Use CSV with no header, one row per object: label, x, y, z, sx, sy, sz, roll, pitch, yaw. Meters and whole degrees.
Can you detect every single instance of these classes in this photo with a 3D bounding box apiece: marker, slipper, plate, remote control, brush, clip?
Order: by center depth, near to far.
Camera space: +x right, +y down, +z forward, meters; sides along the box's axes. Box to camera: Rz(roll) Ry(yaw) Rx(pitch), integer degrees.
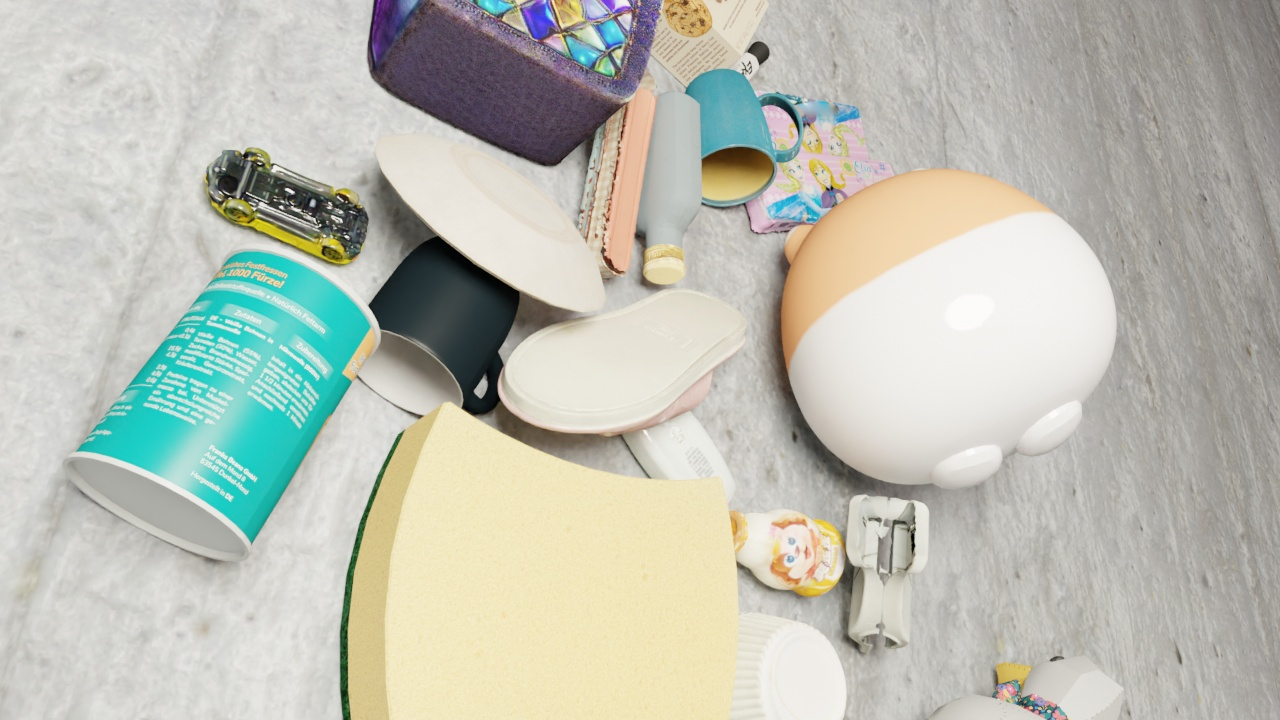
brush,-0.056,0.154,0.592,0.250,0.075,0.194,19,61,-30
plate,-0.093,-0.105,0.636,0.188,0.027,0.188,35,19,-14
slipper,-0.004,0.004,0.685,0.114,0.055,0.273,30,30,22
remote control,0.030,0.073,0.722,0.114,0.028,0.060,52,49,-5
clip,0.204,0.165,0.755,0.081,0.148,0.124,6,58,8
marker,0.099,-0.289,0.927,0.025,0.025,0.125,47,51,-12

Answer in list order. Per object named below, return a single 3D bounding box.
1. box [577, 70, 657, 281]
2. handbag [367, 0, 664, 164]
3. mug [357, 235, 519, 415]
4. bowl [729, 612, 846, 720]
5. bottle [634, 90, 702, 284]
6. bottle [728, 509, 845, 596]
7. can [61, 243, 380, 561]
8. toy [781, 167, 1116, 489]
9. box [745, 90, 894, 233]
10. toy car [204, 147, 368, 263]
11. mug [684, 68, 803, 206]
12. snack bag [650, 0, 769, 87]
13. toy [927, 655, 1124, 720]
box,-0.014,-0.154,0.747,0.058,0.053,0.186,11,76,-12
handbag,-0.095,-0.292,0.715,0.204,0.126,0.221,20,63,-29
mug,-0.125,-0.013,0.613,0.122,0.085,0.094,61,42,-39
bowl,0.105,0.244,0.685,0.115,0.063,0.115,15,63,-32
bottle,0.020,-0.143,0.775,0.046,0.072,0.161,16,62,-34
bottle,0.110,0.149,0.729,0.108,0.063,0.063,21,60,-29
can,-0.222,0.022,0.505,0.099,0.099,0.143,36,54,-20
toy,0.247,-0.033,0.787,0.280,0.263,0.266,66,4,28
box,0.181,-0.207,0.954,0.229,0.035,0.159,-6,73,-39
toy car,-0.228,-0.100,0.597,0.106,0.030,0.049,25,59,-30
mug,0.092,-0.210,0.841,0.112,0.084,0.104,-7,62,1
snack bag,0.013,-0.365,0.864,0.206,0.070,0.094,39,53,-18
toy,0.307,0.326,0.735,0.267,0.247,0.141,-25,88,-19
